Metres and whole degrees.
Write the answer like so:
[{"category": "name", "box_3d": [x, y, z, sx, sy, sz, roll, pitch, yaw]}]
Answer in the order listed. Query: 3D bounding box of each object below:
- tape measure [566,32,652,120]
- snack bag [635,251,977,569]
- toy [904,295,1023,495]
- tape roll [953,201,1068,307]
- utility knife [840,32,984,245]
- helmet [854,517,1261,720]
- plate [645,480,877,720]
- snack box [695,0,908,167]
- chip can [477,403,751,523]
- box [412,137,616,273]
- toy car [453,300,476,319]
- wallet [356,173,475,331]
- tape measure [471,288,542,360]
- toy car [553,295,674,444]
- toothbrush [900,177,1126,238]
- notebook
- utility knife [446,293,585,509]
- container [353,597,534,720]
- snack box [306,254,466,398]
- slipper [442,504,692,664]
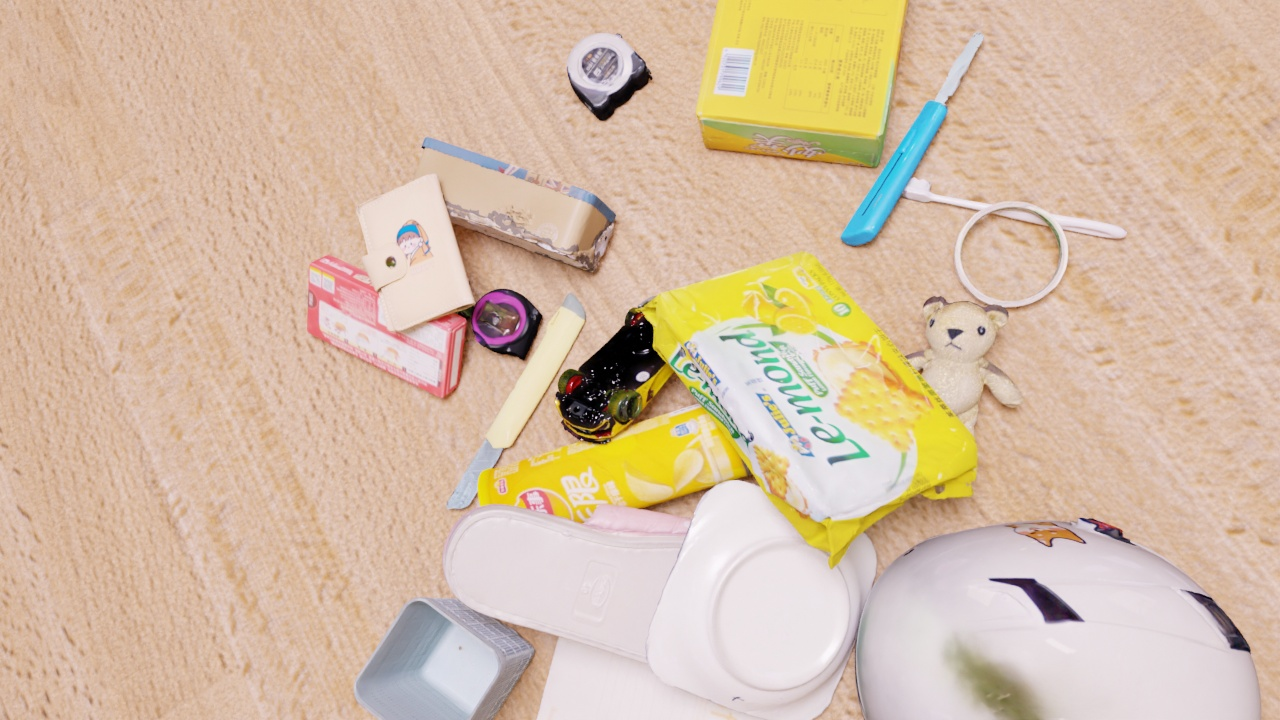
[{"category": "tape measure", "box_3d": [-0.033, -0.264, 0.840, 0.066, 0.033, 0.066, -39, 77, -1]}, {"category": "snack bag", "box_3d": [0.124, 0.025, 0.689, 0.157, 0.068, 0.246, -19, 58, -29]}, {"category": "toy", "box_3d": [0.240, 0.030, 0.714, 0.105, 0.066, 0.157, 10, 95, 27]}, {"category": "tape roll", "box_3d": [0.299, -0.086, 0.743, 0.086, 0.014, 0.086, 0, 91, 14]}, {"category": "utility knife", "box_3d": [0.236, -0.191, 0.779, 0.018, 0.034, 0.218, 35, 83, -24]}, {"category": "helmet", "box_3d": [0.287, 0.218, 0.619, 0.274, 0.157, 0.230, 5, 80, 11]}, {"category": "plate", "box_3d": [0.098, 0.184, 0.683, 0.164, 0.034, 0.163, 23, 85, -14]}, {"category": "snack box", "box_3d": [0.145, -0.282, 0.792, 0.158, 0.070, 0.210, 9, 80, 12]}, {"category": "chip can", "box_3d": [-0.022, 0.092, 0.747, 0.213, 0.072, 0.072, -19, 76, 6]}, {"category": "box", "box_3d": [-0.118, -0.136, 0.802, 0.184, 0.089, 0.062, 23, 90, 13]}, {"category": "toy car", "box_3d": [-0.191, -0.061, 0.823, 0.091, 0.043, 0.036, 24, 84, 15]}, {"category": "wallet", "box_3d": [-0.192, -0.087, 0.764, 0.087, 0.024, 0.115, -19, 86, 16]}, {"category": "tape measure", "box_3d": [-0.119, -0.034, 0.806, 0.058, 0.039, 0.057, 22, 84, 14]}, {"category": "toy car", "box_3d": [-0.004, 0.004, 0.756, 0.071, 0.041, 0.155, 20, 55, 35]}, {"category": "toothbrush", "box_3d": [0.306, -0.126, 0.759, 0.180, 0.016, 0.016, 15, 76, 14]}, {"category": "notebook", "box_3d": [0.028, 0.260, 0.733, 0.206, 0.010, 0.145, 13, 80, 13]}, {"category": "utility knife", "box_3d": [-0.107, 0.037, 0.800, 0.031, 0.022, 0.215, 29, 78, 15]}, {"category": "container", "box_3d": [-0.146, 0.242, 0.718, 0.090, 0.111, 0.090, 32, 85, 16]}, {"category": "snack box", "box_3d": [-0.227, -0.031, 0.812, 0.153, 0.025, 0.075, 24, 125, 15]}, {"category": "slipper", "box_3d": [-0.015, 0.170, 0.708, 0.274, 0.054, 0.114, 12, 91, -9]}]
